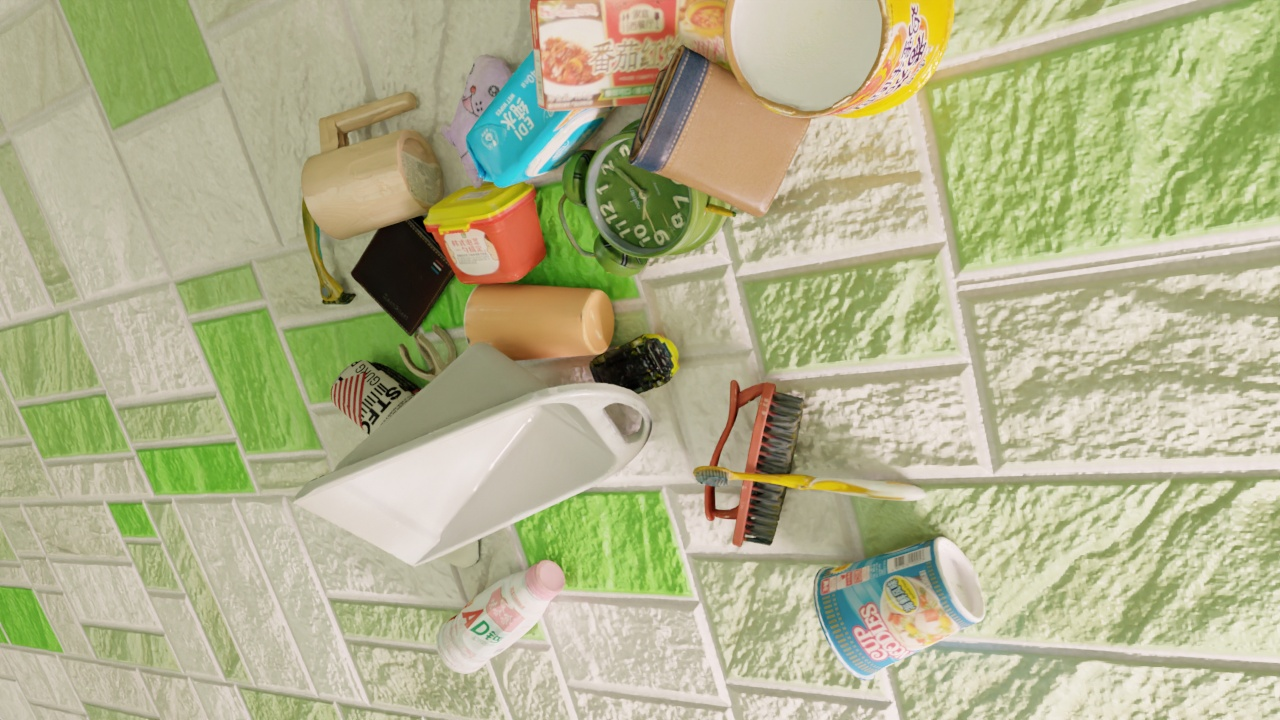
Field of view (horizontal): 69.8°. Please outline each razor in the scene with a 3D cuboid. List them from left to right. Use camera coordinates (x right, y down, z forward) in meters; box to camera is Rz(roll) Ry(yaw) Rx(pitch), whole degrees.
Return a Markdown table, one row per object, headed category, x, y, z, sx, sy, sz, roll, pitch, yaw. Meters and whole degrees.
| category | x | y | z | sx | sy | sz | roll | pitch | yaw |
| --- | --- | --- | --- | --- | --- | --- | --- | --- | --- |
| razor | -0.345 | -0.125 | 0.992 | 0.043 | 0.028 | 0.133 | 4 | 111 | 34 |

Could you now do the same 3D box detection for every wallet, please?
| category | x | y | z | sx | sy | sz | roll | pitch | yaw |
| --- | --- | --- | --- | --- | --- | --- | --- | --- | --- |
| wallet | -0.243 | -0.094 | 0.947 | 0.096 | 0.020 | 0.123 | 49 | 129 | 4 |
| wallet | 0.059 | -0.165 | 0.674 | 0.115 | 0.033 | 0.090 | 19 | 104 | -20 |

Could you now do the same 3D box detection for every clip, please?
| category | x | y | z | sx | sy | sz | roll | pitch | yaw |
| --- | --- | --- | --- | --- | --- | --- | --- | --- | --- |
| clip | -0.200 | 0.007 | 0.955 | 0.104 | 0.034 | 0.083 | 46 | 128 | 0 |

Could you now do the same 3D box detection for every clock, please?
| category | x | y | z | sx | sy | sz | roll | pitch | yaw |
| --- | --- | --- | --- | --- | --- | --- | --- | --- | --- |
| clock | -0.002 | -0.134 | 0.755 | 0.162 | 0.056 | 0.116 | -20 | 98 | 36 |

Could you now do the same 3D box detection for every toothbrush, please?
| category | x | y | z | sx | sy | sz | roll | pitch | yaw |
| --- | --- | --- | --- | --- | --- | --- | --- | --- | --- |
| toothbrush | 0.138 | 0.102 | 0.748 | 0.191 | 0.018 | 0.016 | 6 | 117 | 0 |

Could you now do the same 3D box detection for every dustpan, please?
| category | x | y | z | sx | sy | sz | roll | pitch | yaw |
| --- | --- | --- | --- | --- | --- | --- | --- | --- | --- |
| dustpan | -0.123 | 0.101 | 0.824 | 0.143 | 0.257 | 0.223 | 35 | 168 | 28 |

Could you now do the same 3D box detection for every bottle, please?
| category | x | y | z | sx | sy | sz | roll | pitch | yaw |
| --- | --- | --- | --- | --- | --- | --- | --- | --- | --- |
| bottle | -0.155 | 0.286 | 1.032 | 0.068 | 0.068 | 0.197 | 50 | 123 | 3 |

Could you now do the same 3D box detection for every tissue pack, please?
| category | x | y | z | sx | sy | sz | roll | pitch | yaw |
| --- | --- | --- | --- | --- | --- | --- | --- | --- | --- |
| tissue pack | -0.073 | -0.201 | 0.747 | 0.140 | 0.089 | 0.063 | -37 | 89 | 37 |

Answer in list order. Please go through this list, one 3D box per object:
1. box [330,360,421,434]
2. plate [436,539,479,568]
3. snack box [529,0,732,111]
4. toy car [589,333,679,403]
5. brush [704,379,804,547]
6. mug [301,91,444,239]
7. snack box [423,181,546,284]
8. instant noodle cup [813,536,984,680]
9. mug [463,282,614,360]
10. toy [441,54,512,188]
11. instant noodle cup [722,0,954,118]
| category | x | y | z | sx | sy | sz | roll | pitch | yaw |
| --- | --- | --- | --- | --- | --- | --- | --- | --- | --- |
| box | -0.255 | 0.058 | 0.988 | 0.163 | 0.088 | 0.076 | 29 | 80 | 34 |
| plate | -0.260 | 0.163 | 1.061 | 0.164 | 0.034 | 0.164 | 17 | 119 | 25 |
| snack box | -0.002 | -0.227 | 0.668 | 0.025 | 0.152 | 0.075 | -132 | 37 | -61 |
| toy car | -0.005 | 0.005 | 0.834 | 0.105 | 0.032 | 0.048 | -24 | 98 | 48 |
| brush | 0.095 | 0.084 | 0.787 | 0.069 | 0.063 | 0.146 | 13 | 117 | 12 |
| mug | -0.253 | -0.186 | 0.869 | 0.104 | 0.084 | 0.124 | -11 | 78 | 19 |
| snack box | -0.138 | -0.114 | 0.836 | 0.091 | 0.081 | 0.080 | 0 | 121 | 32 |
| instant noodle cup | 0.214 | 0.196 | 0.751 | 0.110 | 0.099 | 0.099 | -33 | 91 | 30 |
| mug | -0.090 | -0.036 | 0.846 | 0.123 | 0.078 | 0.078 | 1 | 111 | 25 |
| toy | -0.142 | -0.221 | 0.815 | 0.084 | 0.038 | 0.108 | 54 | 133 | 28 |
| instant noodle cup | 0.125 | -0.222 | 0.604 | 0.138 | 0.109 | 0.138 | 14 | 119 | 27 |
